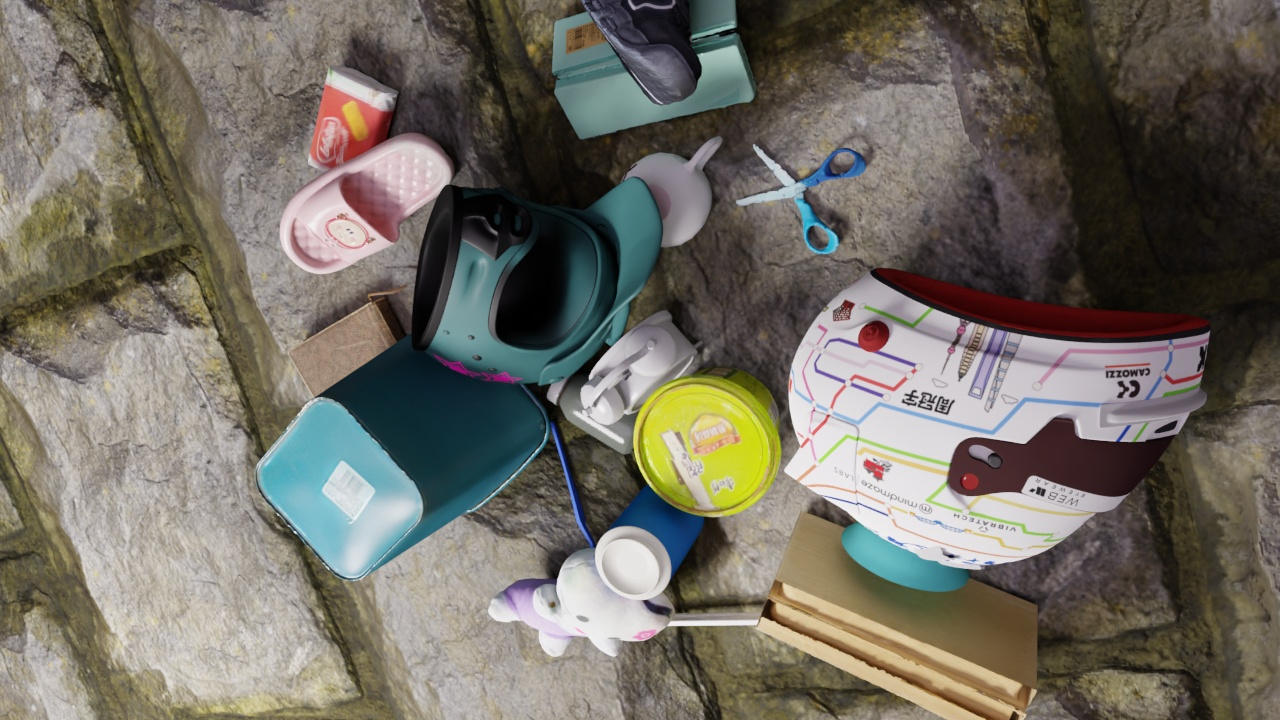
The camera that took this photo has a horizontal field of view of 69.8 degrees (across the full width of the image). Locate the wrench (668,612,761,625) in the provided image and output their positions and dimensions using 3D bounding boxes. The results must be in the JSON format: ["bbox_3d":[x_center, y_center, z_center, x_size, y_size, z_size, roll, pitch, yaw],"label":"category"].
[{"bbox_3d":[0.096,0.284,1.010,0.274,0.047,0.009,-8,102,24],"label":"wrench"}]

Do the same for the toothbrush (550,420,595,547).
[{"bbox_3d":[-0.076,0.158,1.051,0.011,0.016,0.187,-14,98,25],"label":"toothbrush"}]

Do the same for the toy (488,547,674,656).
[{"bbox_3d":[-0.062,0.270,1.017,0.137,0.085,0.210,42,137,-22],"label":"toy"}]

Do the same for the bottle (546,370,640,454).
[{"bbox_3d":[-0.043,0.051,0.982,0.108,0.060,0.060,31,113,9],"label":"bottle"}]

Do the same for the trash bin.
[{"bbox_3d":[-0.246,0.091,0.944,0.199,0.218,0.197,47,115,1],"label":"trash bin"}]

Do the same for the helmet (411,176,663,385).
[{"bbox_3d":[-0.099,-0.076,0.875,0.276,0.200,0.176,140,133,-61],"label":"helmet"}]

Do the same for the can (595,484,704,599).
[{"bbox_3d":[0.013,0.181,0.951,0.079,0.145,0.079,6,107,18],"label":"can"}]

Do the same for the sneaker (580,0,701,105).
[{"bbox_3d":[0.024,-0.335,0.799,0.151,0.097,0.252,-33,60,9],"label":"sneaker"}]

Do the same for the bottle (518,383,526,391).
[{"bbox_3d":[-0.144,0.029,1.027,0.033,0.033,0.123,21,111,13],"label":"bottle"}]

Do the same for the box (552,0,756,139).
[{"bbox_3d":[0.011,-0.289,0.881,0.188,0.078,0.112,-10,73,20],"label":"box"}]

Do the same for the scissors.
[{"bbox_3d":[0.157,-0.166,0.874,0.127,0.014,0.127,47,119,7],"label":"scissors"}]

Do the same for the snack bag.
[{"bbox_3d":[-0.316,-0.255,1.006,0.077,0.036,0.116,26,112,11],"label":"snack bag"}]

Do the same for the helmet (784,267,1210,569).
[{"bbox_3d":[0.279,0.055,0.770,0.315,0.230,0.236,12,104,23],"label":"helmet"}]

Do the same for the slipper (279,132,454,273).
[{"bbox_3d":[-0.298,-0.167,0.992,0.222,0.055,0.107,-31,136,17],"label":"slipper"}]

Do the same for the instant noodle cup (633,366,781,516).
[{"bbox_3d":[0.074,0.074,0.925,0.146,0.097,0.146,5,108,17],"label":"instant noodle cup"}]

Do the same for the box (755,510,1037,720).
[{"bbox_3d":[0.251,0.250,0.895,0.249,0.127,0.092,21,112,14],"label":"box"}]

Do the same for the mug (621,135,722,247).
[{"bbox_3d":[0.034,-0.167,0.882,0.090,0.076,0.124,44,115,3],"label":"mug"}]

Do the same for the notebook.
[{"bbox_3d":[-0.298,0.038,1.085,0.190,0.034,0.215,-25,96,24],"label":"notebook"}]

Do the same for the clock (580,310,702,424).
[{"bbox_3d":[-0.005,0.005,0.903,0.061,0.159,0.120,49,115,10],"label":"clock"}]

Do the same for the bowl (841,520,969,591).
[{"bbox_3d":[0.257,0.165,0.871,0.121,0.120,0.046,16,110,15],"label":"bowl"}]
